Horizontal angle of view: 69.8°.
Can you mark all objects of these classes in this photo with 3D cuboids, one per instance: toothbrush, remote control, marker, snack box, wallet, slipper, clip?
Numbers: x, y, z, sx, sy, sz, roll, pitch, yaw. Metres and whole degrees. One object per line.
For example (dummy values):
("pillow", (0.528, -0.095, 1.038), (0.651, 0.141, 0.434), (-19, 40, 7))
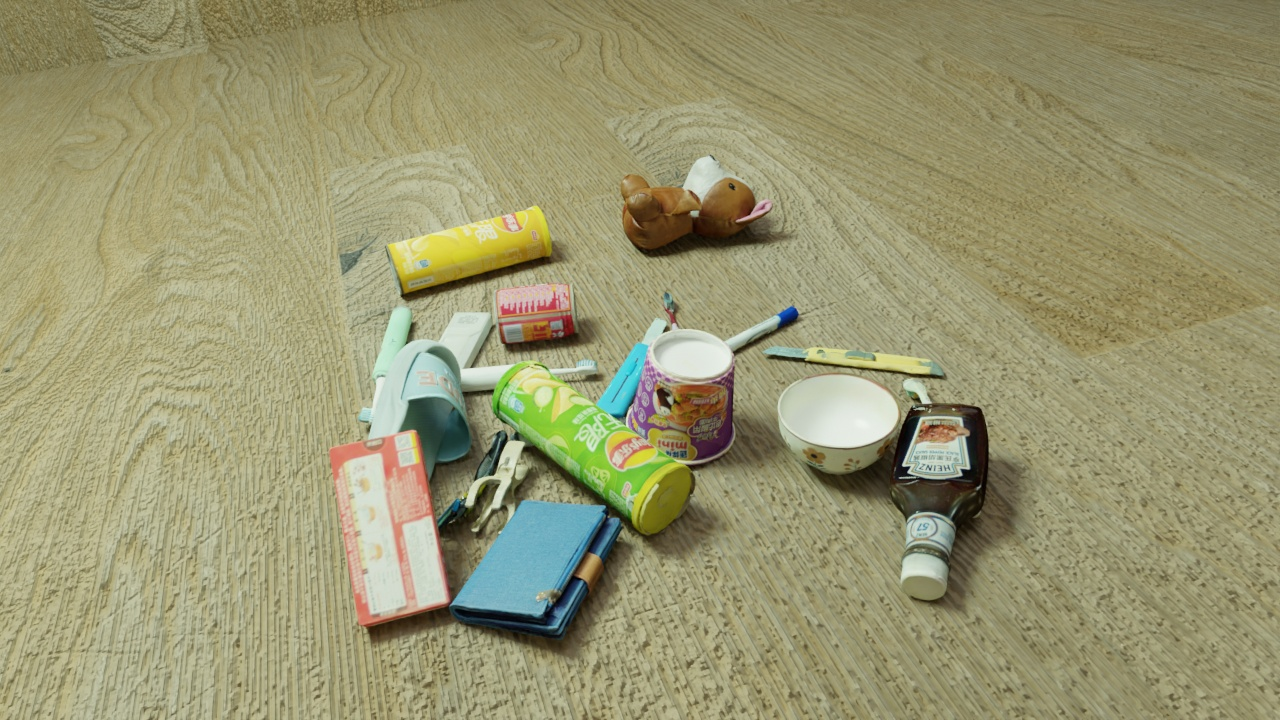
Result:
("toothbrush", (-0.158, 0.018, 1.023), (0.221, 0.027, 0.026), (-5, 52, 1))
("remote control", (-0.216, -0.019, 1.089), (0.049, 0.024, 0.124), (1, 35, 9))
("marker", (-0.068, 0.074, 0.938), (0.130, 0.018, 0.022), (-8, 29, -4))
("snack box", (-0.211, 0.140, 0.777), (0.075, 0.025, 0.152), (-13, 76, -9))
("wallet", (-0.085, 0.174, 0.780), (0.106, 0.040, 0.132), (1, 35, 25))
("toothbrush", (0.289, 0.081, 0.878), (0.029, 0.020, 0.189), (22, 32, -18))
("toothbrush", (-0.294, 0.004, 1.065), (0.027, 0.027, 0.224), (12, 33, -12))
("marker", (0.126, -0.029, 1.060), (0.145, 0.017, 0.017), (-27, 40, -28))
("slipper", (-0.209, 0.068, 0.896), (0.074, 0.104, 0.244), (-7, 39, 9))
("toothbrush", (0.044, -0.029, 1.071), (0.016, 0.017, 0.187), (-8, 34, -2))
("clip", (-0.130, 0.130, 0.868), (0.035, 0.081, 0.104), (1, 17, 12))

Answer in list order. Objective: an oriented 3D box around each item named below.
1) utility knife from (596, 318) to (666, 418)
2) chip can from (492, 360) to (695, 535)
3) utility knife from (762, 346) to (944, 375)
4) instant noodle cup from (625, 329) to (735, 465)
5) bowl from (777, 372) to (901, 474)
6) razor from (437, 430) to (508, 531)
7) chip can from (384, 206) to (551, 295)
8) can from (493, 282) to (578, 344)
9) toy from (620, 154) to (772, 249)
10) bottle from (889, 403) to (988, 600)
("utility knife", (-0.006, 0.006, 1.029), (0.034, 0.018, 0.206), (6, 35, 17))
("chip can", (-0.052, 0.076, 0.866), (0.072, 0.073, 0.221), (-32, 49, -33))
("utility knife", (0.232, 0.000, 1.010), (0.195, 0.020, 0.030), (2, 29, 19))
("instant noodle cup", (0.044, 0.031, 0.900), (0.111, 0.099, 0.111), (3, 39, -3))
("bowl", (0.188, 0.068, 0.871), (0.113, 0.062, 0.113), (-5, 34, 3))
("razor", (-0.156, 0.114, 0.891), (0.022, 0.043, 0.142), (39, 34, -9))
("chip can", (-0.230, -0.148, 1.236), (0.213, 0.072, 0.072), (-18, 37, -15))
("can", (-0.123, -0.057, 1.091), (0.094, 0.067, 0.066), (-7, 35, -1))
("toy", (0.073, -0.219, 1.261), (0.199, 0.131, 0.140), (0, 28, -9))
("bottle", (0.255, 0.117, 0.793), (0.080, 0.044, 0.194), (0, 41, 26))
